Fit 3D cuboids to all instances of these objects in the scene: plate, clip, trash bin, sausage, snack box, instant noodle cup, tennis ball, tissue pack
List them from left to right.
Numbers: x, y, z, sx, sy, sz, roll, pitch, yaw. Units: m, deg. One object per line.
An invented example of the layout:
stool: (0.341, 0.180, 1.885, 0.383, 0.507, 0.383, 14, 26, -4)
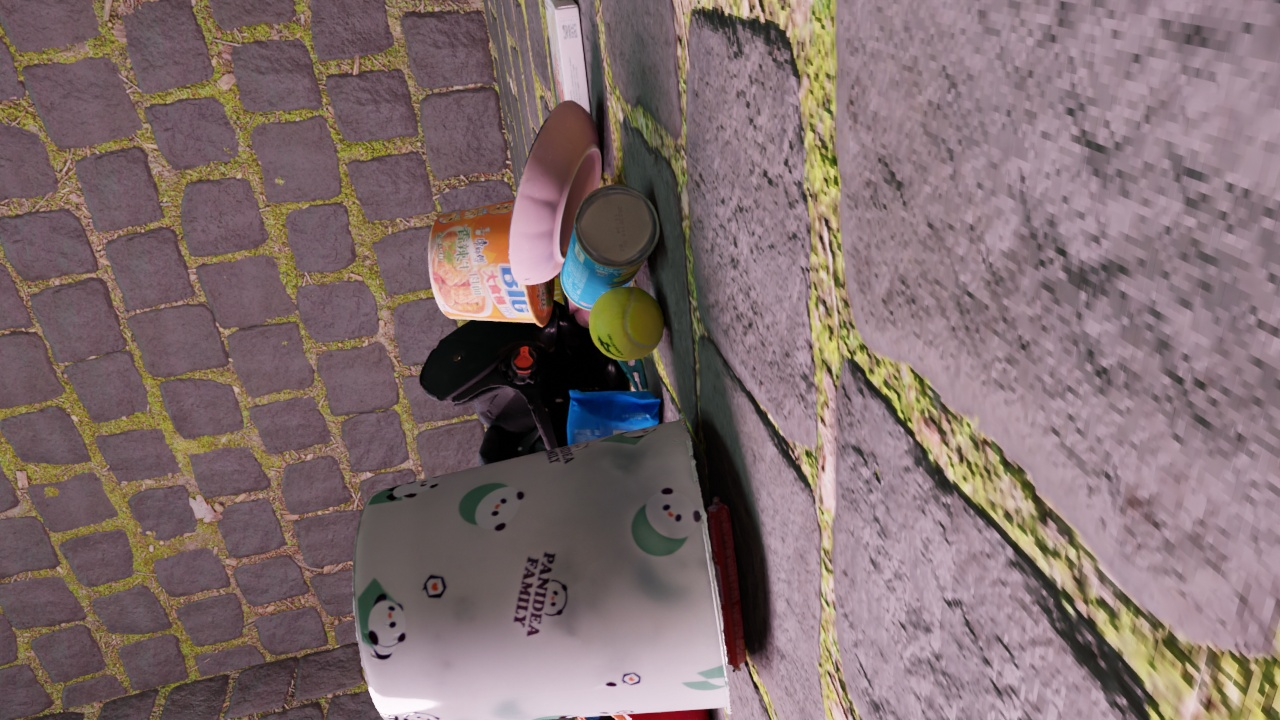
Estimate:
instant noodle cup: (-0.168, -0.110, 1.042, 0.151, 0.111, 0.151, -2, -91, -83)
trash bin: (-0.071, 0.173, 0.717, 0.229, 0.252, 0.229, 1, -100, -89)
plate: (-0.078, -0.164, 0.935, 0.192, 0.039, 0.192, 20, -91, -81)
snack box: (-0.078, -0.314, 1.001, 0.084, 0.027, 0.157, -113, 16, -55)
tissue pack: (-0.027, 0.076, 0.946, 0.157, 0.095, 0.052, 91, -178, -53)
tennis ball: (-0.012, -0.032, 0.798, 0.065, 0.065, 0.065, 168, 91, -82)
clip: (-0.008, 0.007, 0.978, 0.013, 0.037, 0.055, 125, 122, -80)
sausage: (0.067, 0.174, 0.706, 0.020, 0.020, 0.156, -123, 24, -69)

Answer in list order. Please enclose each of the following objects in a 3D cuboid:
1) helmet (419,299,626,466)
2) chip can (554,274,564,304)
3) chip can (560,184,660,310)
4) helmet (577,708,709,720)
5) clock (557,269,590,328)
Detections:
helmet: (-0.127, 0.045, 1.136, 0.275, 0.229, 0.234, 36, 159, 35)
chip can: (-0.094, -0.068, 1.282, 0.072, 0.072, 0.213, -153, 52, -80)
chip can: (-0.032, -0.096, 0.833, 0.210, 0.071, 0.071, 142, 117, -80)
helmet: (0.002, 0.387, 1.006, 0.240, 0.143, 0.207, 58, 154, 5)
clock: (-0.063, -0.101, 1.076, 0.117, 0.059, 0.158, 92, 166, -55)
